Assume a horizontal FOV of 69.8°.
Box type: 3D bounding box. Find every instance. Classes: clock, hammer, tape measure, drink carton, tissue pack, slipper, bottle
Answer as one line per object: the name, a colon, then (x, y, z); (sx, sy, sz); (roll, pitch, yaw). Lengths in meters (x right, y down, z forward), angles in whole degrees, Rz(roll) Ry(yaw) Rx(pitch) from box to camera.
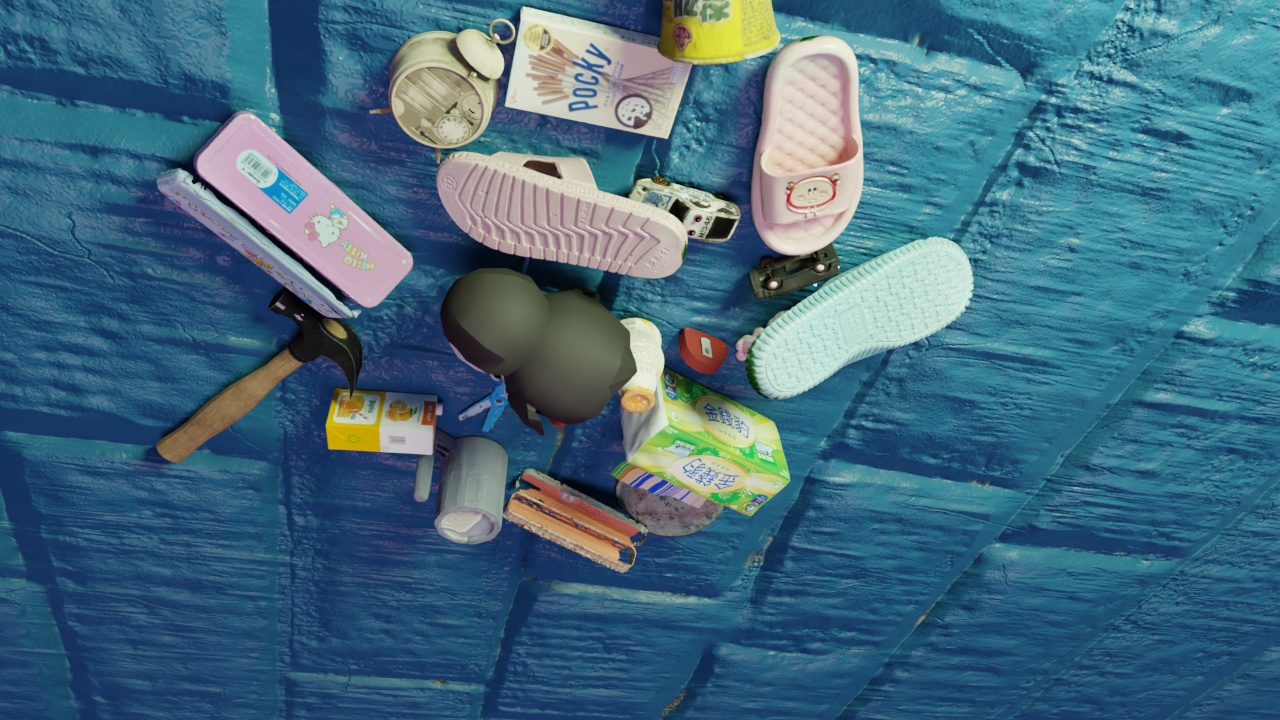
clock: (-0.156, -0.234, 0.773); (0.141, 0.054, 0.093); (-35, 127, 29)
hammer: (-0.439, 0.040, 1.032); (0.306, 0.040, 0.132); (-31, 125, 25)
tape measure: (0.072, -0.009, 1.010); (0.059, 0.051, 0.019); (21, 129, -22)
drink carton: (-0.292, 0.070, 1.054); (0.122, 0.058, 0.040); (4, 134, -8)
tissue pack: (0.056, 0.116, 1.089); (0.197, 0.120, 0.142); (30, 122, -21)
slipper: (0.222, -0.049, 0.954); (0.276, 0.069, 0.116); (-27, 122, -11)
slipper: (0.157, -0.189, 0.840); (0.107, 0.055, 0.222); (-7, 133, -1)
slipper: (-0.071, -0.142, 0.863); (0.239, 0.064, 0.094); (16, 136, -1)
bottle: (-0.006, 0.006, 0.978); (0.063, 0.108, 0.063); (-2, 135, -2)

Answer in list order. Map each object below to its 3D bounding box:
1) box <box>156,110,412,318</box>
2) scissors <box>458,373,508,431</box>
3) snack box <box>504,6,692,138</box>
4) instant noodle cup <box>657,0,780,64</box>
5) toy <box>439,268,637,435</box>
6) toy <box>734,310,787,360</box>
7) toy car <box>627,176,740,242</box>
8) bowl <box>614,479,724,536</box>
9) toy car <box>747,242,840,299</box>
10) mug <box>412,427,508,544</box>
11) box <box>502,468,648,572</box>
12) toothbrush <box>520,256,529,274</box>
box: (-0.334, -0.121, 0.869); (0.140, 0.062, 0.214); (-26, 130, 24)
scissors: (-0.168, 0.036, 1.065); (0.141, 0.013, 0.113); (-24, 132, 20)
snack box: (-0.037, -0.246, 0.790); (0.150, 0.026, 0.082); (8, 133, -13)
instant noodle cup: (0.058, -0.296, 0.708); (0.102, 0.102, 0.108); (-7, 125, 2)
toy: (-0.104, -0.022, 0.902); (0.184, 0.159, 0.140); (30, 161, -30)
toy: (0.167, -0.021, 1.014); (0.125, 0.037, 0.076); (-10, 127, -4)
toy car: (0.041, -0.142, 0.887); (0.112, 0.040, 0.049); (12, 131, -15)
bowl: (0.046, 0.183, 1.202); (0.157, 0.038, 0.158); (-2, 134, -2)
toy car: (0.158, -0.090, 0.944); (0.092, 0.040, 0.037); (-20, 133, 11)
mug: (-0.219, 0.148, 1.103); (0.084, 0.103, 0.124); (-32, 129, 25)
box: (-0.082, 0.209, 1.179); (0.187, 0.054, 0.076); (27, 95, -10)
toothbrush: (-0.123, -0.070, 0.961); (0.014, 0.016, 0.167); (7, 133, -14)
